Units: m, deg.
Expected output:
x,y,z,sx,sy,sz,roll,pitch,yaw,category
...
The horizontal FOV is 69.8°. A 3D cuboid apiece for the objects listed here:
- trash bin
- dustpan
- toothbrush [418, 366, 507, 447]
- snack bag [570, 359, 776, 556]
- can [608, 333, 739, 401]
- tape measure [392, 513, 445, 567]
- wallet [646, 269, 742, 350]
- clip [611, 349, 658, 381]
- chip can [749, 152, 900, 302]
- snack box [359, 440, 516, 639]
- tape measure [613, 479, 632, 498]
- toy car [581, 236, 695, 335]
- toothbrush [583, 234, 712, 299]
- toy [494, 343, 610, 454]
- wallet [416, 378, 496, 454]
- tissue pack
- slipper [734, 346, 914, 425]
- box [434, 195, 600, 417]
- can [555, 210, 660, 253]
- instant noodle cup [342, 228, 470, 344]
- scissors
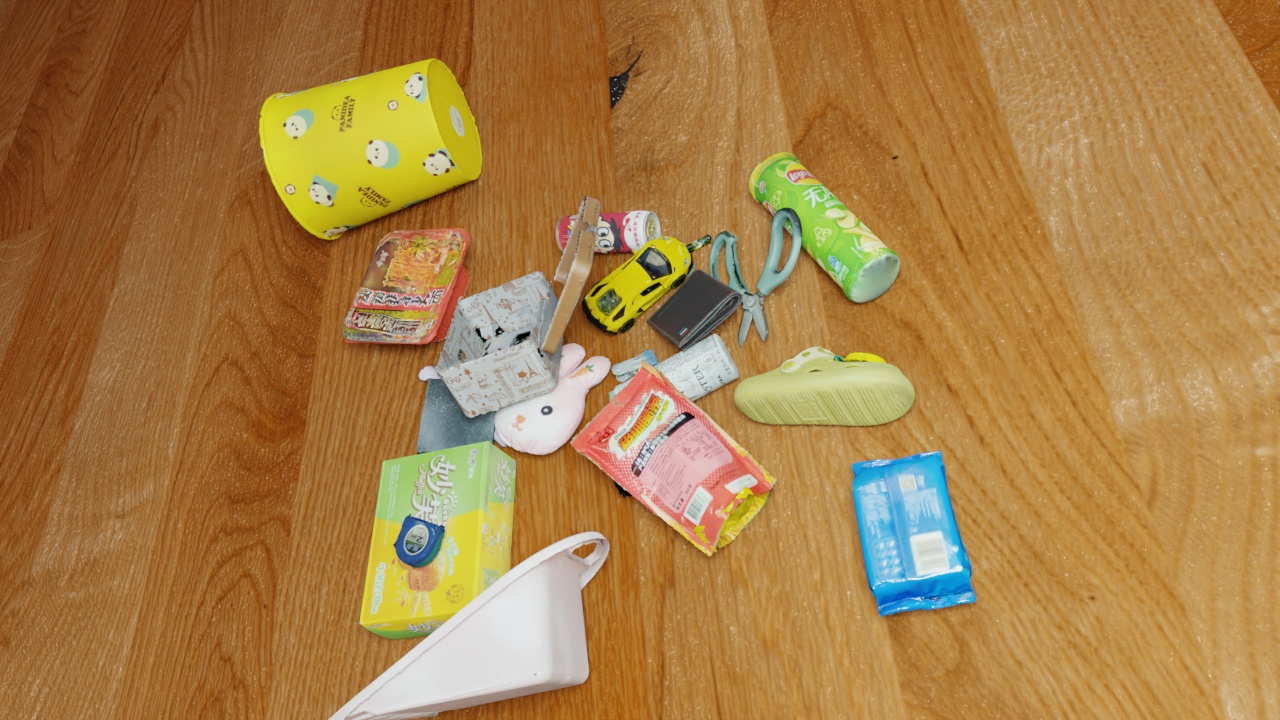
x,y,z,sx,sy,sz,roll,pitch,yaw,category
-0.394,-0.327,1.385,0.255,0.230,0.229,-15,57,12,trash bin
-0.155,0.272,0.930,0.273,0.223,0.138,-13,69,4,dustpan
-0.230,0.060,1.202,0.029,0.021,0.189,-28,48,-32,toothbrush
0.035,0.105,0.991,0.208,0.073,0.128,39,84,26,snack bag
0.038,0.027,1.066,0.147,0.058,0.058,-28,54,8,can
-0.250,0.205,1.036,0.058,0.025,0.054,8,68,34,tape measure
0.062,-0.062,1.100,0.096,0.020,0.122,-41,25,-2,wallet
-0.007,0.006,1.125,0.057,0.029,0.024,-24,56,4,clip
0.214,-0.158,1.078,0.072,0.072,0.221,-37,54,3,chip can
-0.236,0.211,1.086,0.158,0.070,0.209,-12,58,20,snack box
-0.003,0.116,1.051,0.066,0.033,0.066,-26,55,9,tape measure
-0.004,-0.098,1.157,0.156,0.041,0.071,-39,71,1,toy car
0.008,-0.118,1.189,0.186,0.017,0.012,-25,93,11,toothbrush
-0.110,0.045,1.134,0.121,0.054,0.159,23,67,37,toy
-0.230,0.069,1.169,0.097,0.019,0.120,-4,51,5,wallet
0.259,0.164,0.884,0.095,0.052,0.157,-14,58,16,tissue pack
0.192,0.021,0.978,0.191,0.091,0.081,-6,58,27,slipper
-0.127,-0.060,1.118,0.275,0.124,0.178,-40,25,25,box
-0.043,-0.169,1.220,0.133,0.053,0.053,1,63,26,can
-0.318,-0.096,1.296,0.165,0.079,0.188,3,65,27,instant noodle cup
0.142,-0.109,1.080,0.180,0.019,0.172,-44,47,35,scissors
